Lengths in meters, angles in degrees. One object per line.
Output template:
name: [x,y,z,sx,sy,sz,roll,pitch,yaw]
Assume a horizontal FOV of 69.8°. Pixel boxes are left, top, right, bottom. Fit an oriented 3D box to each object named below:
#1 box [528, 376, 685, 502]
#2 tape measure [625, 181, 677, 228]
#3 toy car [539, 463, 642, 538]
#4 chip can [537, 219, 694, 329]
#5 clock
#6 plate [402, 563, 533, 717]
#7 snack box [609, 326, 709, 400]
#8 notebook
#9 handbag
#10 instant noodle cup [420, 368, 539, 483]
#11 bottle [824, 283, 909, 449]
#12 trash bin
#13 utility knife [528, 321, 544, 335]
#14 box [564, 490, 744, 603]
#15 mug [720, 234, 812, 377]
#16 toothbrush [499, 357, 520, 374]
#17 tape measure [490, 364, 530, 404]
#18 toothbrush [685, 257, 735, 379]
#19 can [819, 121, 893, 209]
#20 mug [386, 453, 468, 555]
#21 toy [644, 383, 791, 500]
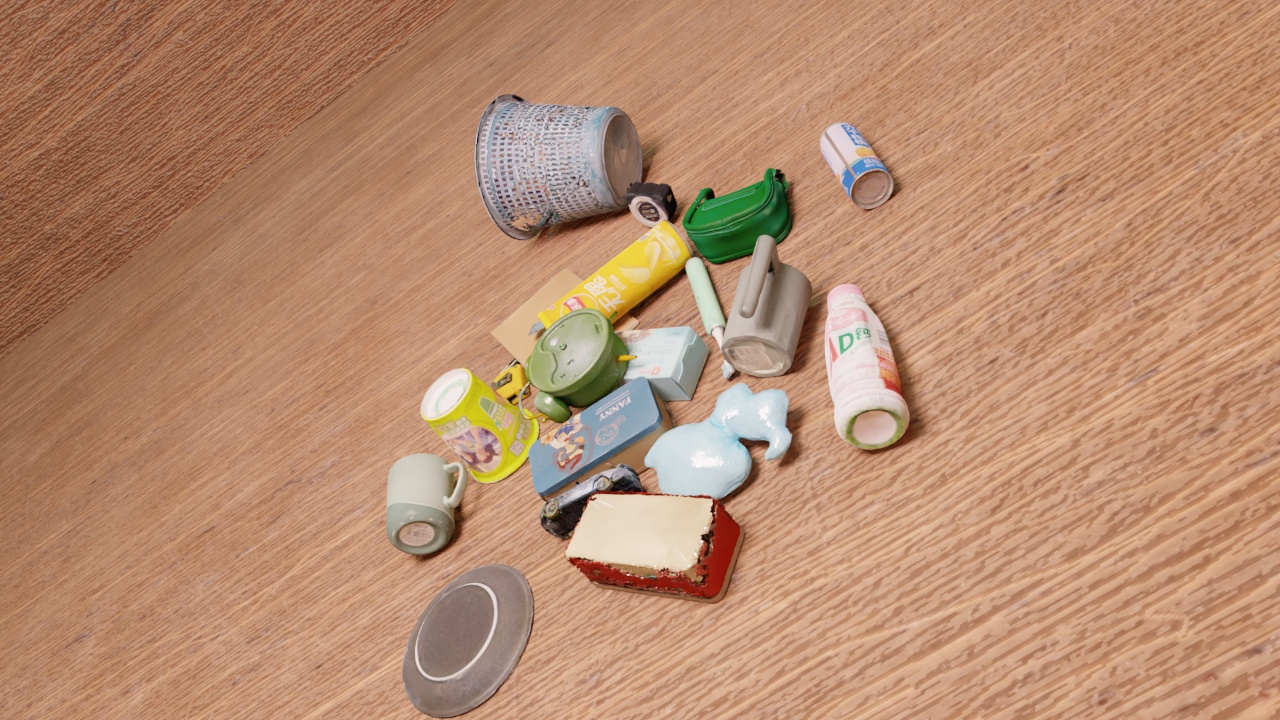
box: [-0.037,0.095,1.043,0.184,0.061,0.089,-35,38,10]
tape measure: [0.018,-0.222,1.312,0.066,0.066,0.033,13,57,29]
toy car: [-0.055,0.154,1.003,0.121,0.054,0.036,-31,41,15]
chip can: [-0.031,-0.095,1.206,0.213,0.072,0.072,-37,36,-5]
clock: [-0.084,0.010,1.090,0.161,0.056,0.116,-36,40,12]
plate: [-0.196,0.299,1.005,0.180,0.024,0.179,-24,40,22]
snack box: [-0.007,0.006,1.112,0.175,0.051,0.074,-4,52,40]
notebook: [-0.110,-0.045,1.273,0.149,0.012,0.211,-42,40,-8]
handbag: [0.125,-0.193,1.186,0.132,0.068,0.120,-16,42,29]
instant noodle cup: [-0.208,0.076,1.160,0.112,0.123,0.111,-24,40,21]
bottle: [0.217,-0.002,0.916,0.068,0.068,0.196,-24,37,21]
trash bin: [-0.112,-0.302,1.410,0.195,0.227,0.226,2,53,26]
utility knife: [-0.063,-0.090,1.265,0.215,0.015,0.033,-29,36,1]
box: [0.007,0.178,0.906,0.169,0.077,0.091,-4,49,39]
mug: [0.133,-0.057,0.998,0.084,0.124,0.103,5,57,23]
toothbrush: [-0.187,0.010,1.297,0.185,0.017,0.012,-46,34,-8]
tape measure: [-0.181,0.035,1.256,0.057,0.029,0.060,-32,37,12]
toothbrush: [0.087,-0.056,1.116,0.027,0.026,0.224,-57,28,30]
can: [0.263,-0.242,1.127,0.053,0.053,0.134,-30,38,14]
mug: [-0.262,0.174,1.142,0.112,0.082,0.106,-30,37,10]
toy: [0.078,0.093,0.951,0.162,0.050,0.156,11,70,41]
